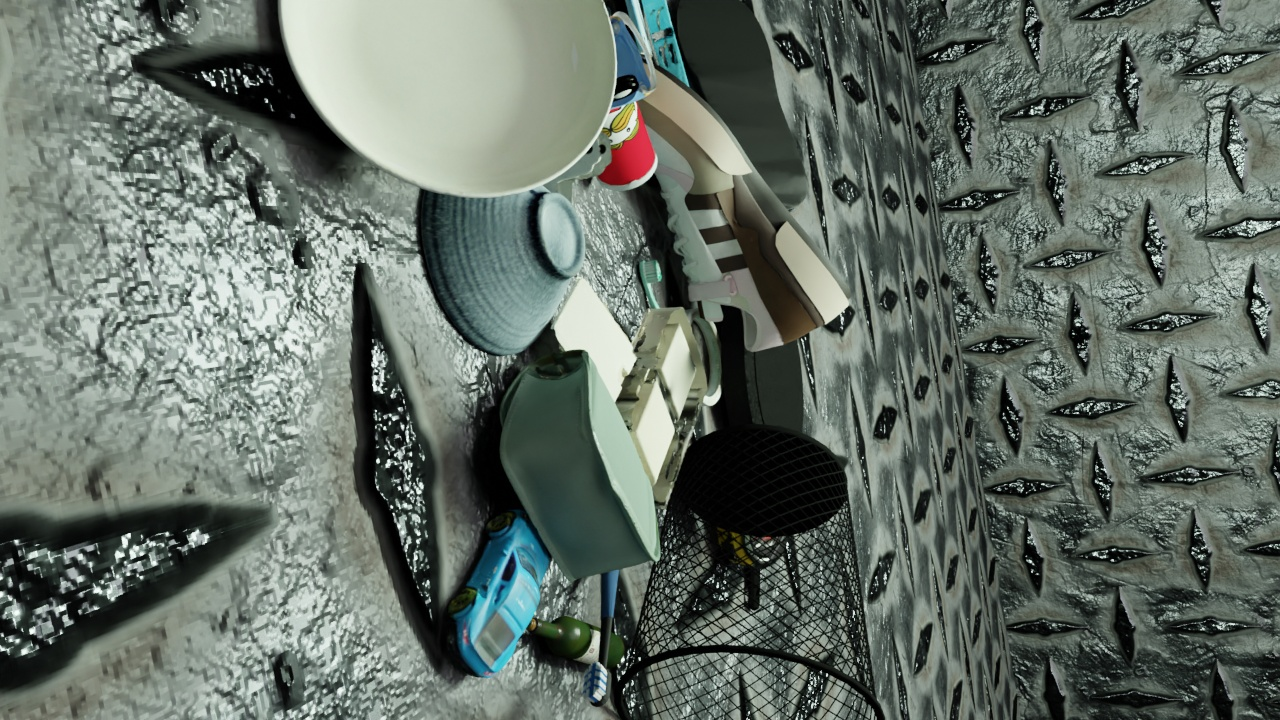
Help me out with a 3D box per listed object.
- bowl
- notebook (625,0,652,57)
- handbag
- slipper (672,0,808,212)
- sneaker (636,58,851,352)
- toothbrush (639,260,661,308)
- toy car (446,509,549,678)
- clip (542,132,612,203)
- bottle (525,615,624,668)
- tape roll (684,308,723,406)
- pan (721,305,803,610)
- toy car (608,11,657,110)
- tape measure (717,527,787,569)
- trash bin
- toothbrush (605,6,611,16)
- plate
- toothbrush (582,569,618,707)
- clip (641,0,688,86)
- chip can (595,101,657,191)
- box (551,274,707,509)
[{"bbox_3d":[-0.072,-0.074,0.582,0.137,0.057,0.137,30,56,-58],"label":"bowl"},{"bbox_3d":[-0.030,-0.376,0.747,0.181,0.009,0.253,-82,157,-73],"label":"notebook"},{"bbox_3d":[-0.038,0.070,0.592,0.106,0.067,0.122,-91,159,-58],"label":"handbag"},{"bbox_3d":[0.087,-0.256,0.947,0.108,0.084,0.265,-9,75,-26],"label":"slipper"},{"bbox_3d":[0.056,-0.126,0.823,0.294,0.116,0.111,48,4,-18],"label":"sneaker"},{"bbox_3d":[0.022,-0.022,0.798,0.022,0.017,0.135,-34,112,-65],"label":"toothbrush"},{"bbox_3d":[-0.078,0.133,0.537,0.048,0.032,0.105,63,30,-31],"label":"toy car"},{"bbox_3d":[-0.048,-0.147,0.661,0.052,0.059,0.102,-44,124,-80],"label":"clip"},{"bbox_3d":[-0.044,0.181,0.597,0.106,0.025,0.025,42,46,-52],"label":"bottle"},{"bbox_3d":[0.056,-0.003,0.864,0.093,0.013,0.093,30,56,-58],"label":"tape roll"},{"bbox_3d":[0.131,0.078,0.959,0.225,0.034,0.355,40,48,-59],"label":"pan"},{"bbox_3d":[-0.062,-0.172,0.573,0.153,0.055,0.056,-25,92,-26],"label":"toy car"},{"bbox_3d":[0.104,0.158,0.861,0.071,0.042,0.072,-3,89,-38],"label":"tape measure"},{"bbox_3d":[0.088,0.174,0.704,0.209,0.184,0.184,-78,147,-45],"label":"trash bin"},{"bbox_3d":[-0.027,-0.223,0.763,0.022,0.016,0.155,-3,83,-31],"label":"toothbrush"},{"bbox_3d":[-0.102,-0.173,0.502,0.182,0.034,0.182,4,79,-25],"label":"plate"},{"bbox_3d":[-0.022,0.159,0.618,0.014,0.014,0.167,52,22,-26],"label":"toothbrush"},{"bbox_3d":[0.019,-0.304,0.837,0.120,0.030,0.130,-33,108,-87],"label":"clip"},{"bbox_3d":[-0.039,-0.211,0.648,0.215,0.052,0.051,64,29,-55],"label":"chip can"},{"bbox_3d":[-0.005,0.004,0.694,0.143,0.044,0.184,-66,147,-44],"label":"box"}]
